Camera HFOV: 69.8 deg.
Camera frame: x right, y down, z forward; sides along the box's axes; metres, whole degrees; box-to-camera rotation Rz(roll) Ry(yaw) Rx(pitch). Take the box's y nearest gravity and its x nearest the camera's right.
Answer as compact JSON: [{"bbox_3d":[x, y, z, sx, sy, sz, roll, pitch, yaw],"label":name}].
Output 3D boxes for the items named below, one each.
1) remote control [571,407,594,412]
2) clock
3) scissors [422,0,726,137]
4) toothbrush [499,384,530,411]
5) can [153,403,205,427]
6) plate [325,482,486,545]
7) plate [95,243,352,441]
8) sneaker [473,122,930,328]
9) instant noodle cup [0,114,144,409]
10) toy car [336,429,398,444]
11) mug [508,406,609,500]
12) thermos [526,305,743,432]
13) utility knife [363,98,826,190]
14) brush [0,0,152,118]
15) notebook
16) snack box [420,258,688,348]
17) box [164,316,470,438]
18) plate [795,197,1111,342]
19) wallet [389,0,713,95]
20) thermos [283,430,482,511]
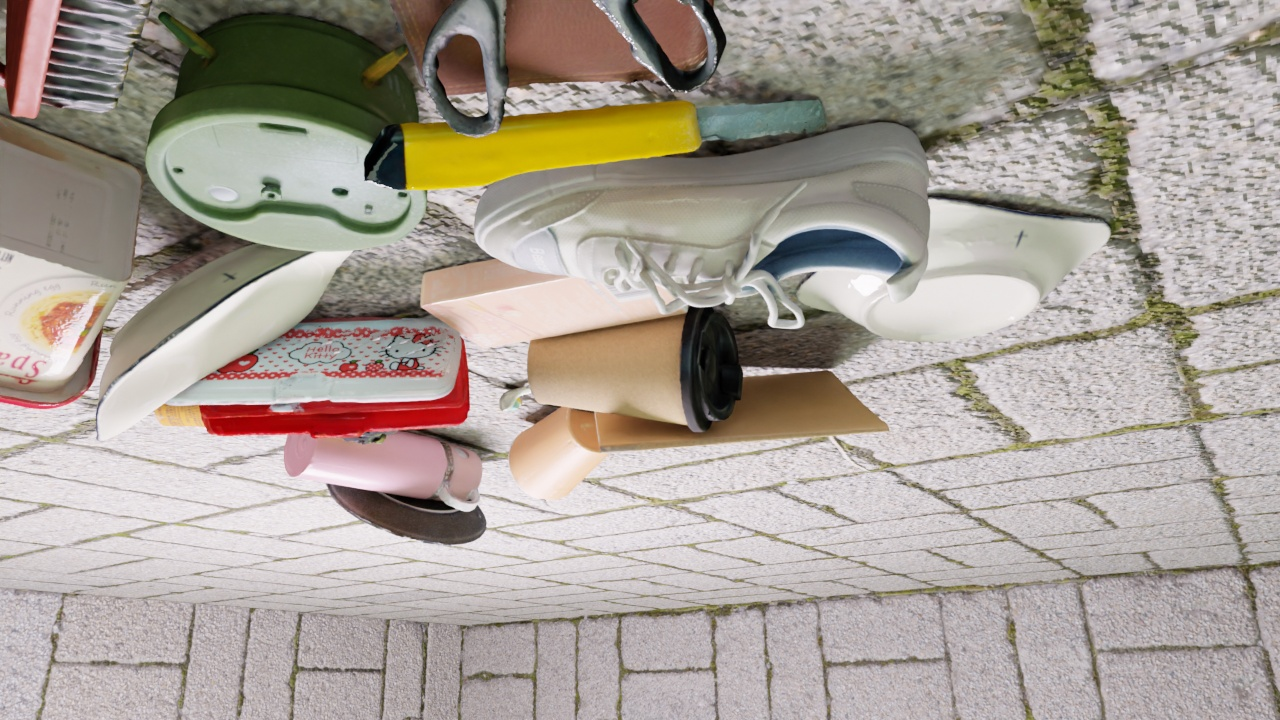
[{"bbox_3d":[0.001,0.036,0.824,0.136,0.024,0.053,8,156,-26],"label":"remote control"},{"bbox_3d":[-0.158,-0.093,0.428,0.116,0.056,0.162,5,159,-13],"label":"clock"},{"bbox_3d":[-0.042,-0.141,0.300,0.181,0.014,0.160,28,134,-29],"label":"scissors"},{"bbox_3d":[-0.045,0.014,0.773,0.190,0.029,0.020,-17,114,33],"label":"toothbrush"},{"bbox_3d":[-0.307,0.026,0.736,0.146,0.058,0.058,2,159,-9],"label":"can"},{"bbox_3d":[-0.248,0.145,0.997,0.179,0.024,0.179,22,-171,-4],"label":"plate"},{"bbox_3d":[-0.253,-0.024,0.545,0.163,0.034,0.164,-41,-174,-37],"label":"plate"},{"bbox_3d":[0.029,-0.058,0.483,0.242,0.090,0.089,-5,158,12],"label":"sneaker"},{"bbox_3d":[-0.323,-0.051,0.471,0.124,0.116,0.116,-31,146,33],"label":"instant noodle cup"},{"bbox_3d":[-0.233,0.045,0.831,0.105,0.032,0.048,-27,149,28],"label":"toy car"},{"bbox_3d":[-0.068,0.079,0.876,0.078,0.078,0.123,10,151,-27],"label":"mug"},{"bbox_3d":[-0.004,0.004,0.659,0.143,0.093,0.093,0,161,18],"label":"thermos"},{"bbox_3d":[-0.010,-0.100,0.407,0.223,0.015,0.033,-11,144,-21],"label":"utility knife"},{"bbox_3d":[-0.212,-0.132,0.315,0.069,0.063,0.146,0,165,-38],"label":"brush"},{"bbox_3d":[0.068,0.037,0.715,0.207,0.008,0.147,-4,-165,-4],"label":"notebook"},{"bbox_3d":[-0.055,-0.044,0.606,0.157,0.026,0.084,-8,159,19],"label":"snack box"},{"bbox_3d":[-0.228,0.018,0.655,0.201,0.095,0.100,-2,-164,-3],"label":"box"},{"bbox_3d":[0.199,-0.048,0.598,0.164,0.034,0.164,5,159,-14],"label":"plate"},{"bbox_3d":[-0.033,-0.144,0.338,0.124,0.032,0.101,-3,157,4],"label":"wallet"},{"bbox_3d":[-0.250,0.108,0.925,0.198,0.087,0.067,22,113,-43],"label":"thermos"}]
